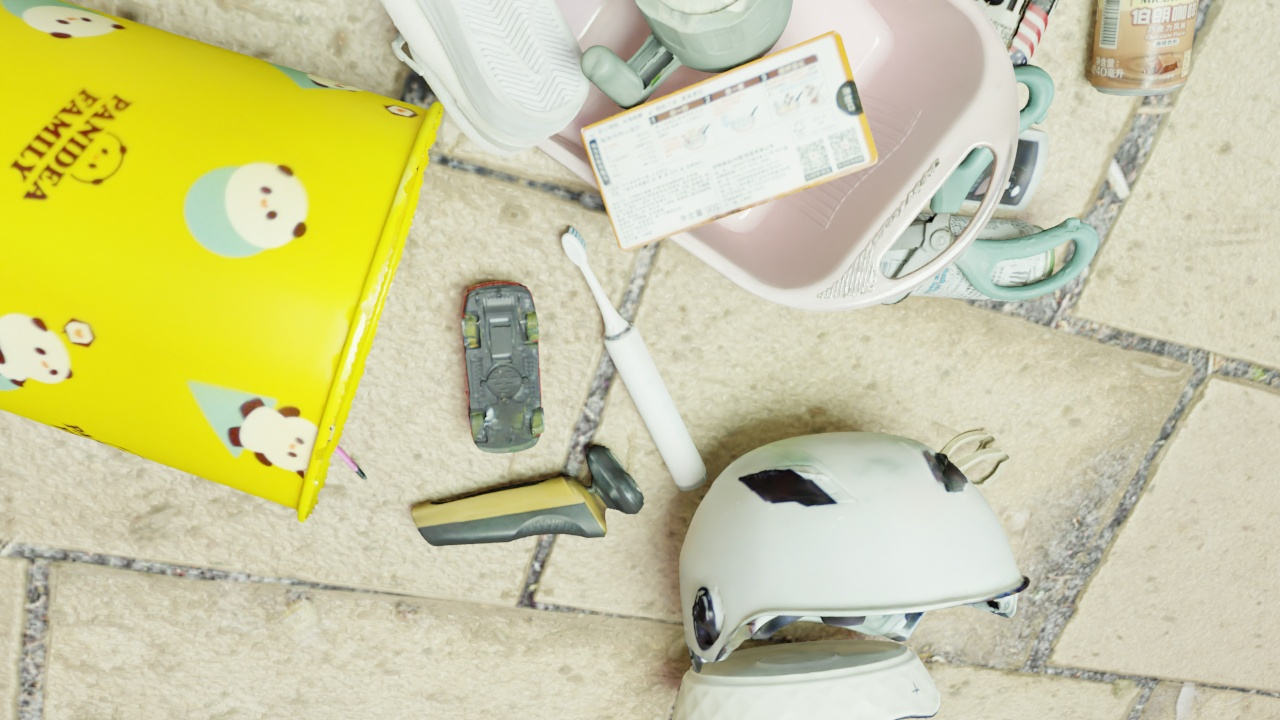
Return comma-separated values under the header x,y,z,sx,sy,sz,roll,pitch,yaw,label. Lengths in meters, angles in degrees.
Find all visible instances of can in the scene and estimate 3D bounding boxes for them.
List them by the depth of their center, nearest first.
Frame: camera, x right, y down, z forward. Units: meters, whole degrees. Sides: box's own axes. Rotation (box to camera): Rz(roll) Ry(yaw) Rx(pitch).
x,y,z,sx,sy,sz,roll,pitch,yaw,label
0.329,-0.236,0.596,0.058,0.058,0.116,-11,116,-8,can
0.211,-0.073,0.644,0.146,0.058,0.058,2,114,-14,can

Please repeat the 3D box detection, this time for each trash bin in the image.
x,y,z,sx,sy,sz,roll,pitch,yaw,label
-0.255,-0.063,0.456,0.255,0.229,0.230,18,109,-15,trash bin

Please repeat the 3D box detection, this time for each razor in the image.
x,y,z,sx,sy,sz,roll,pitch,yaw,label
-0.082,0.103,0.667,0.167,0.062,0.067,-9,86,-3,razor

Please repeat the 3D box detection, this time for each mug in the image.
x,y,z,sx,sy,sz,roll,pitch,yaw,label
0.022,-0.184,0.475,0.083,0.103,0.124,45,103,1,mug

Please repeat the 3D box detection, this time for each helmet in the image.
x,y,z,sx,sy,sz,roll,pitch,yaw,label
0.134,0.123,0.641,0.229,0.145,0.259,-6,158,-11,helmet

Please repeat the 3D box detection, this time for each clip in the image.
x,y,z,sx,sy,sz,roll,pitch,yaw,label
0.247,0.092,0.747,0.099,0.034,0.066,-33,119,13,clip

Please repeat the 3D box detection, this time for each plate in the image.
x,y,z,sx,sy,sz,roll,pitch,yaw,label
0.125,0.253,0.717,0.204,0.205,0.045,-5,79,-11,plate

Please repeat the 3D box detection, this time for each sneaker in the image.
x,y,z,sx,sy,sz,roll,pitch,yaw,label
-0.118,-0.221,0.494,0.089,0.091,0.242,-36,100,-26,sneaker

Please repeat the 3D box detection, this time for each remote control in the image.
x,y,z,sx,sy,sz,roll,pitch,yaw,label
0.210,-0.139,0.634,0.150,0.021,0.058,3,114,-14,remote control

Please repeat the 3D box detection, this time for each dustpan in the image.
x,y,z,sx,sy,sz,roll,pitch,yaw,label
0.074,-0.162,0.526,0.273,0.138,0.223,29,106,-24,dustpan

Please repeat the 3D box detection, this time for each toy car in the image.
x,y,z,sx,sy,sz,roll,pitch,yaw,label
-0.092,0.004,0.616,0.053,0.045,0.121,-3,110,-10,toy car

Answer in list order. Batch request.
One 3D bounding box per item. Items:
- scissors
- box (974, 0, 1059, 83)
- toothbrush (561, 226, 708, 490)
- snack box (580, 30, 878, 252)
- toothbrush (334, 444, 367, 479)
x,y,z,sx,sy,sz,roll,pitch,yaw,label
0.223,-0.109,0.587,0.170,0.019,0.181,-2,116,-9,scissors
0.239,-0.233,0.580,0.087,0.076,0.163,4,113,-39,box
-0.004,0.004,0.648,0.027,0.026,0.221,-17,119,19,toothbrush
0.049,-0.121,0.519,0.154,0.026,0.075,-18,96,13,snack box
-0.239,0.013,0.604,0.017,0.014,0.189,-39,118,-8,toothbrush
